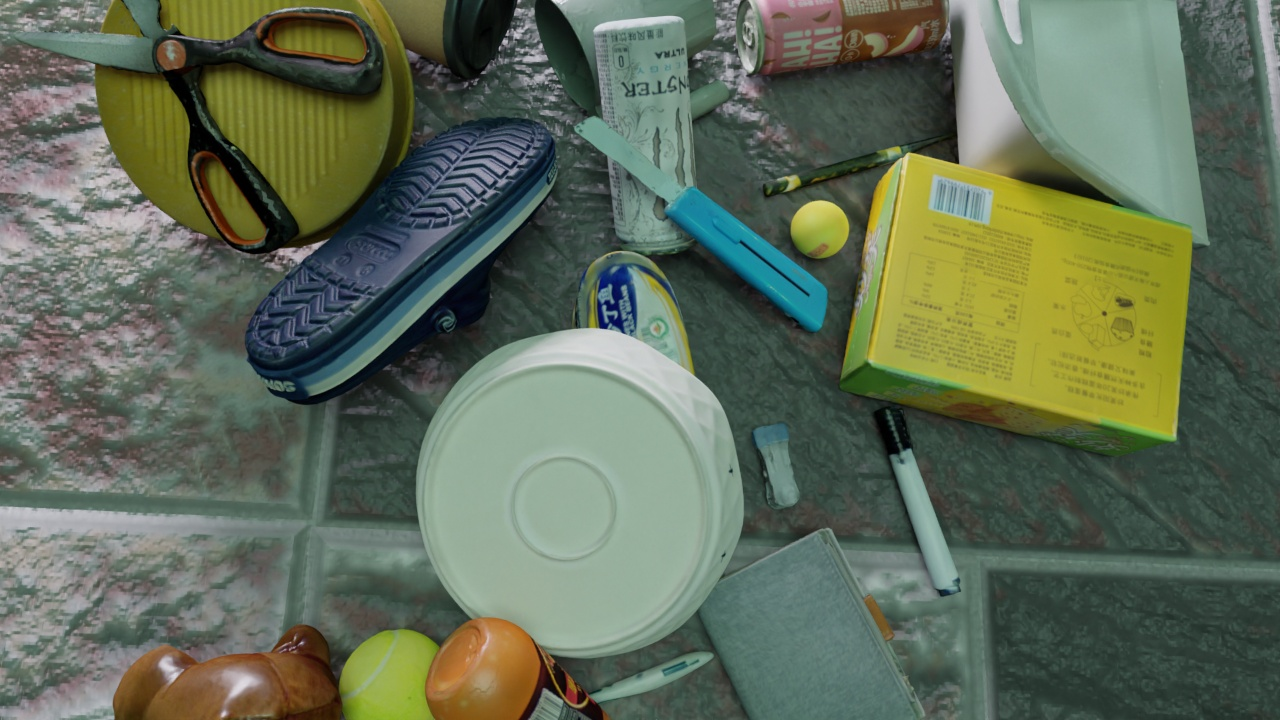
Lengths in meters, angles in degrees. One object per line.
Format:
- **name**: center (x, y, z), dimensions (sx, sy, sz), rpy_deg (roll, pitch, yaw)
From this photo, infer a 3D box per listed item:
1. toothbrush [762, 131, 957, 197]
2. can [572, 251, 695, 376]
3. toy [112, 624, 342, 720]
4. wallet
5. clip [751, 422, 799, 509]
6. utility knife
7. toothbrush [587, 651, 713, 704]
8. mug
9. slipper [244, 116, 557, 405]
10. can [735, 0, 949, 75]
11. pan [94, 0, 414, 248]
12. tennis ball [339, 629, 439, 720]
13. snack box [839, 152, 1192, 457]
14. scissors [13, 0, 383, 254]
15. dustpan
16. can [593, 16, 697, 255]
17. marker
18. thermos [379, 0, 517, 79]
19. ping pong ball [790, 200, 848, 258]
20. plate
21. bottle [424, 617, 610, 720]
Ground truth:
- **toothbrush**: center (0.178, -0.146, 0.679), dimensions (0.185, 0.012, 0.017), rpy_deg (-17, 90, -9)
- **can**: center (-0.004, 0.004, 0.606), dimensions (0.074, 0.049, 0.148), rpy_deg (-10, 78, -7)
- **toy**: center (-0.228, 0.251, 0.492), dimensions (0.140, 0.131, 0.199), rpy_deg (5, 85, -43)
- **wallet**: center (0.106, 0.184, 0.580), dimensions (0.106, 0.037, 0.129), rpy_deg (-26, 78, -1)
- **clip**: center (0.091, 0.071, 0.614), dimensions (0.025, 0.036, 0.058), rpy_deg (-6, 77, -9)
- **utility knife**: center (0.045, -0.088, 0.596), dimensions (0.223, 0.018, 0.034), rpy_deg (33, 74, -27)
- **toothbrush**: center (-0.042, 0.219, 0.568), dimensions (0.191, 0.016, 0.018), rpy_deg (-18, 89, -9)
- **mug**: center (-0.002, -0.219, 0.652), dimensions (0.103, 0.084, 0.124), rpy_deg (-31, 106, -13)
- **slipper**: center (-0.130, -0.059, 0.578), dimensions (0.105, 0.095, 0.252), rpy_deg (17, 54, 30)
- **can**: center (0.148, -0.249, 0.677), dimensions (0.147, 0.058, 0.058), rpy_deg (-10, 78, -8)
- **pan**: center (-0.240, -0.251, 0.589), dimensions (0.198, 0.078, 0.358), rpy_deg (5, 102, 1)
- **tennis ball**: center (-0.143, 0.192, 0.539), dimensions (0.065, 0.065, 0.065), rpy_deg (1, 76, -5)
- **snack box**: center (0.255, -0.035, 0.629), dimensions (0.210, 0.070, 0.157), rpy_deg (14, 75, -2)
- **scissors**: center (-0.263, -0.169, 0.555), dimensions (0.221, 0.021, 0.232), rpy_deg (-10, 102, 4)
- **dustpan**: center (0.315, -0.213, 0.632), dimensions (0.257, 0.143, 0.222), rpy_deg (3, 76, -8)
- **can**: center (0.006, -0.147, 0.603), dimensions (0.058, 0.058, 0.147), rpy_deg (-9, 112, -8)
- **marker**: center (0.188, 0.093, 0.619), dimensions (0.022, 0.018, 0.130), rpy_deg (-13, 78, -18)
- **thermos**: center (-0.159, -0.256, 0.638), dimensions (0.143, 0.093, 0.093), rpy_deg (18, 75, 7)
- **ping pong ball**: center (0.126, -0.092, 0.646), dimensions (0.040, 0.040, 0.040), rpy_deg (1, 76, -5)
- **plate**: center (-0.041, 0.084, 0.550), dimensions (0.205, 0.045, 0.205), rpy_deg (0, 93, 8)
- **bottle**: center (-0.052, 0.209, 0.527), dimensions (0.149, 0.067, 0.066), rpy_deg (44, 75, -24)
